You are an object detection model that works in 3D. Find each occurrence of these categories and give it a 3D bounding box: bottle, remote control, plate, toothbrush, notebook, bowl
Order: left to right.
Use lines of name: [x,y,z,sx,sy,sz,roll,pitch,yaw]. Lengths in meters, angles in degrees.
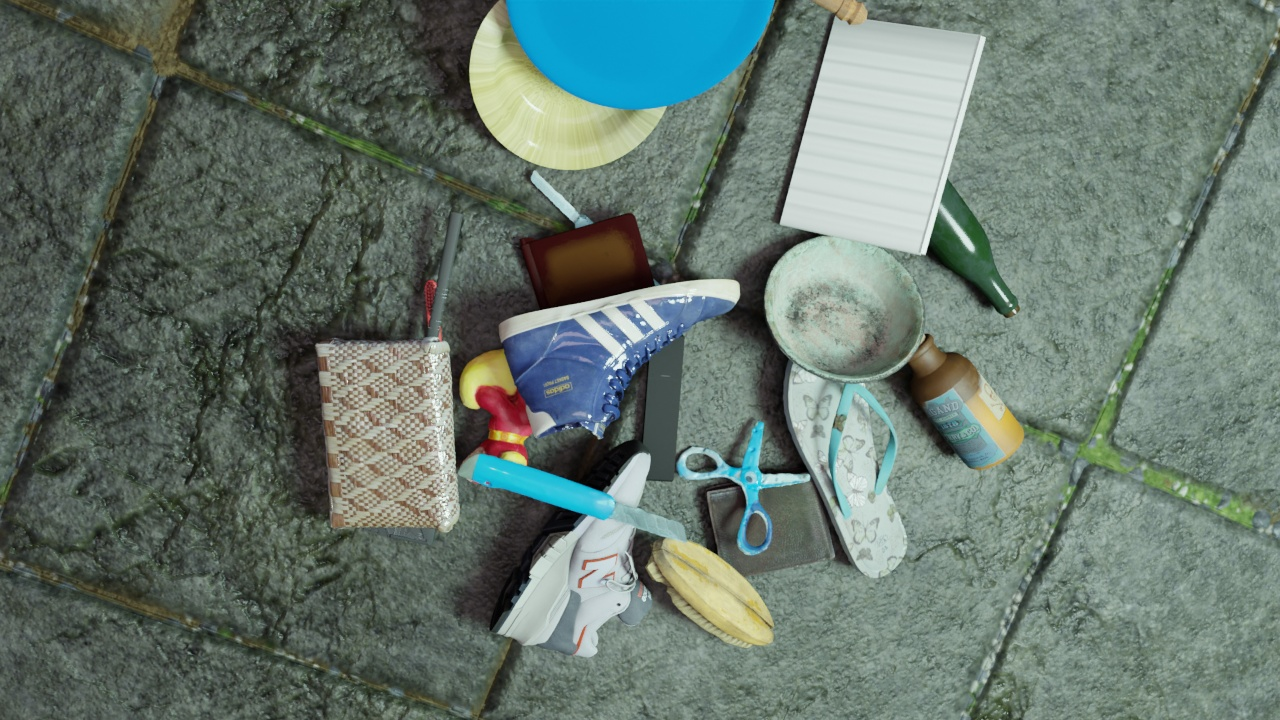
toothbrush: [-0.197,0.028,0.896,0.012,0.018,0.212,-4,97,-6]
plate: [-0.063,-0.267,0.842,0.184,0.036,0.185,-6,130,-7]
plate: [0.001,-0.311,0.763,0.224,0.024,0.225,-4,141,-3]
remote control: [0.022,0.047,0.925,0.034,0.013,0.150,4,96,-5]
bowl: [0.195,-0.045,0.897,0.157,0.039,0.157,1,68,-3]
notebook: [0.231,-0.219,0.886,0.143,0.009,0.210,16,94,19]
bottle: [0.315,0.033,0.929,0.068,0.068,0.157,-41,99,-1]
bottle: [0.324,-0.112,0.920,0.055,0.055,0.174,-41,100,0]

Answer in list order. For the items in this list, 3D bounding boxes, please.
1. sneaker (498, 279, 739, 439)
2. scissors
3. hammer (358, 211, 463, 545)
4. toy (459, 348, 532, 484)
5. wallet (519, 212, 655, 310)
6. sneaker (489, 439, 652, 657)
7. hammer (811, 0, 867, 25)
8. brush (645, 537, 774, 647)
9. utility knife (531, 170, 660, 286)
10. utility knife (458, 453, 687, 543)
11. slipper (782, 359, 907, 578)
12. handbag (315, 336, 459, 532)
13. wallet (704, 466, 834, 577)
sneaker: [-0.007,0.004,0.854,0.233,0.091,0.118,-10,79,-10]
scissors: [0.103,0.128,0.922,0.134,0.011,0.139,-1,76,5]
hammer: [-0.215,0.017,0.881,0.095,0.015,0.325,13,99,-4]
toy: [-0.126,0.054,0.891,0.105,0.067,0.137,7,84,-10]
wallet: [-0.050,-0.088,0.890,0.116,0.018,0.091,-15,103,6]
sneaker: [-0.036,0.200,0.908,0.124,0.088,0.240,37,100,-14]
hammer: [0.060,-0.374,0.804,0.317,0.083,0.162,25,51,-9]
brush: [0.070,0.231,0.907,0.043,0.059,0.195,-21,130,34]
utility knife: [-0.046,-0.123,0.896,0.166,0.015,0.022,44,90,-11]
utility knife: [-0.062,0.126,0.839,0.222,0.015,0.031,18,99,10]
slipper: [0.212,0.098,0.920,0.098,0.055,0.269,-21,99,-22]
handbag: [-0.234,0.069,0.859,0.124,0.047,0.186,0,99,7]
wallet: [0.133,0.167,0.946,0.120,0.031,0.099,-12,95,-2]
